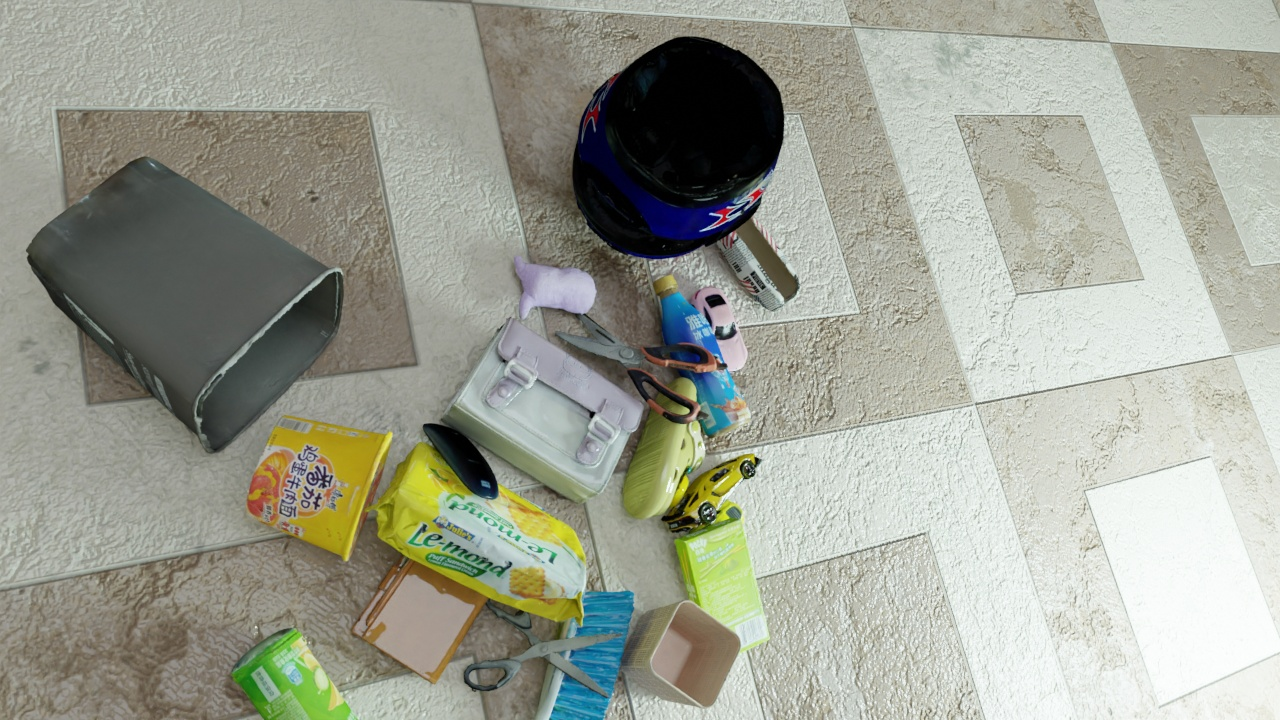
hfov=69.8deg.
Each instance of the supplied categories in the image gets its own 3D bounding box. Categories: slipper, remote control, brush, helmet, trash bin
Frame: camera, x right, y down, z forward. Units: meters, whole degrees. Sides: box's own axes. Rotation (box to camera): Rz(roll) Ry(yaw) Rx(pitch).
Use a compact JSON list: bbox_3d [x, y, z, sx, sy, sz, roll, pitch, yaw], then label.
[{"bbox_3d":[0.043,0.112,1.128,0.081,0.092,0.190,27,60,-17],"label":"slipper"},{"bbox_3d":[-0.195,0.104,1.007,0.053,0.136,0.024,23,104,-49],"label":"remote control"},{"bbox_3d":[-0.096,0.392,0.992,0.109,0.061,0.313,20,68,-12],"label":"brush"},{"bbox_3d":[0.028,-0.242,1.146,0.247,0.241,0.314,44,52,-2],"label":"helmet"},{"bbox_3d":[-0.444,-0.058,0.906,0.220,0.199,0.198,37,61,-2],"label":"trash bin"}]

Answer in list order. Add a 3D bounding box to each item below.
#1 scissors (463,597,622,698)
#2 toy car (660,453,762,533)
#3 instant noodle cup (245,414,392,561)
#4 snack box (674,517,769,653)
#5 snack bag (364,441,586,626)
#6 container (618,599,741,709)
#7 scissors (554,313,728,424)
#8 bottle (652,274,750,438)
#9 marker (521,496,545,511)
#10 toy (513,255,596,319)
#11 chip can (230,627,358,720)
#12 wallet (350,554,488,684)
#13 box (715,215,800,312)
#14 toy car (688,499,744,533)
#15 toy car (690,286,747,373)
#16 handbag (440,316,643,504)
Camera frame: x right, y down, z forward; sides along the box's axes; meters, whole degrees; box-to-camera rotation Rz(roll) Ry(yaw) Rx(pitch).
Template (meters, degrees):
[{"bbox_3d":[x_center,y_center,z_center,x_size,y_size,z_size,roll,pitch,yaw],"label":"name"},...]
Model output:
[{"bbox_3d":[-0.111,0.313,0.989,0.159,0.014,0.181,-40,66,-12],"label":"scissors"},{"bbox_3d":[0.089,0.161,1.142,0.155,0.071,0.041,-39,95,-32],"label":"toy car"},{"bbox_3d":[-0.327,0.123,0.931,0.109,0.138,0.137,18,66,-10],"label":"instant noodle cup"},{"bbox_3d":[0.100,0.278,1.112,0.085,0.026,0.156,-17,95,-28],"label":"snack box"},{"bbox_3d":[-0.166,0.186,0.975,0.246,0.158,0.068,31,99,-11],"label":"snack bag"},{"bbox_3d":[0.038,0.332,1.036,0.090,0.111,0.090,37,61,-10],"label":"container"},{"bbox_3d":[0.004,0.002,1.133,0.221,0.015,0.189,-6,54,-10],"label":"scissors"},{"bbox_3d":[0.072,-0.008,1.194,0.065,0.065,0.218,-20,81,-29],"label":"bottle"},{"bbox_3d":[-0.172,0.146,1.056,0.145,0.017,0.016,32,62,-12],"label":"marker"},{"bbox_3d":[-0.105,-0.088,1.153,0.108,0.039,0.083,5,71,-26],"label":"toy"},{"bbox_3d":[-0.306,0.364,0.888,0.072,0.073,0.221,-35,90,-30],"label":"chip can"},{"bbox_3d":[-0.228,0.260,0.982,0.108,0.031,0.131,36,64,-9],"label":"wallet"},{"bbox_3d":[0.146,-0.136,1.273,0.080,0.075,0.163,-38,93,-41],"label":"box"},{"bbox_3d":[0.091,0.218,1.145,0.048,0.032,0.105,48,62,-4],"label":"toy car"},{"bbox_3d":[0.108,-0.042,1.238,0.056,0.037,0.122,-17,82,-27],"label":"toy car"},{"bbox_3d":[-0.108,0.056,1.075,0.197,0.099,0.144,33,57,-12],"label":"handbag"}]
